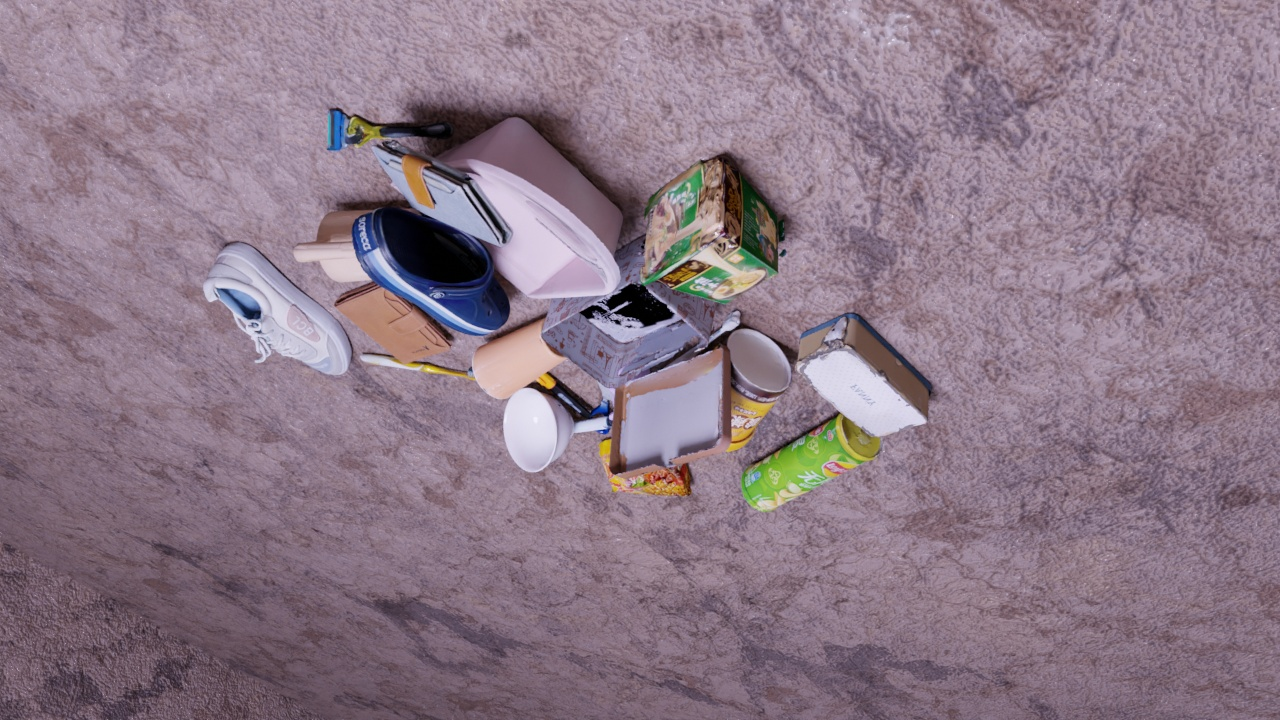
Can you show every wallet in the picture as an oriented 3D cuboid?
[{"bbox_3d":[-0.328,-0.050,1.227,0.108,0.031,0.132,-13,135,34],"label":"wallet"},{"bbox_3d":[-0.198,-0.163,0.902,0.130,0.037,0.106,26,164,28],"label":"wallet"}]

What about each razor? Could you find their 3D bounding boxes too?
[{"bbox_3d":[-0.263,-0.243,0.970,0.143,0.022,0.043,2,97,12],"label":"razor"}]

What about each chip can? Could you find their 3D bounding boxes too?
[{"bbox_3d":[0.223,0.139,1.236,0.072,0.072,0.222,29,140,-17],"label":"chip can"}]

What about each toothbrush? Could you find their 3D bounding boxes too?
[{"bbox_3d":[0.070,-0.015,1.145,0.016,0.016,0.181,31,142,-16],"label":"toothbrush"},{"bbox_3d":[-0.308,0.007,1.302,0.191,0.016,0.018,10,131,7],"label":"toothbrush"}]

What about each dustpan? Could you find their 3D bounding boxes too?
[{"bbox_3d":[-0.140,-0.132,0.969,0.222,0.138,0.274,38,137,-26],"label":"dustpan"}]

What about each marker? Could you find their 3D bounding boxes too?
[{"bbox_3d":[-0.114,0.043,1.271,0.124,0.015,0.018,42,138,-24],"label":"marker"},{"bbox_3d":[-0.086,0.096,1.314,0.131,0.022,0.018,-12,115,46],"label":"marker"}]

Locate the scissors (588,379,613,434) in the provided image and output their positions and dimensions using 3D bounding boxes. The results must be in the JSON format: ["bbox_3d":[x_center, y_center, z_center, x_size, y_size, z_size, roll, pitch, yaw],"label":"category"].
[{"bbox_3d":[-0.051,0.054,1.275,0.141,0.012,0.171,-21,128,38],"label":"scissors"}]

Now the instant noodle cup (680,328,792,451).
[{"bbox_3d":[0.114,0.031,1.111,0.118,0.118,0.115,26,133,-14],"label":"instant noodle cup"}]

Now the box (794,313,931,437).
[{"bbox_3d":[0.270,0.025,1.092,0.090,0.059,0.184,-23,130,40],"label":"box"}]

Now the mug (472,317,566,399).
[{"bbox_3d":[-0.149,-0.007,1.186,0.123,0.078,0.078,-26,127,34],"label":"mug"}]

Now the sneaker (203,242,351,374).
[{"bbox_3d":[-0.486,-0.044,1.238,0.090,0.090,0.242,-8,137,28],"label":"sneaker"}]

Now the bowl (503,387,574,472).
[{"bbox_3d":[-0.133,0.095,1.299,0.064,0.118,0.119,-4,161,-44],"label":"bowl"}]

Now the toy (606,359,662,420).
[{"bbox_3d":[-0.011,0.037,1.216,0.084,0.039,0.108,-14,135,0],"label":"toy"}]

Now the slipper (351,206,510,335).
[{"bbox_3d":[-0.214,-0.107,1.016,0.095,0.105,0.252,-17,159,19],"label":"slipper"}]

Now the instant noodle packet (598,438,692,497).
[{"bbox_3d":[0.006,0.163,1.366,0.128,0.044,0.111,2,136,17],"label":"instant noodle packet"}]

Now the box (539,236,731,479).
[{"bbox_3d":[-0.014,-0.003,1.053,0.181,0.226,0.156,-21,146,40],"label":"box"}]

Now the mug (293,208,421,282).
[{"bbox_3d":[-0.314,-0.131,1.050,0.104,0.124,0.084,-1,101,18],"label":"mug"}]

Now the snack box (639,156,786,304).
[{"bbox_3d":[0.076,-0.122,0.938,0.105,0.118,0.118,28,141,-32],"label":"snack box"}]
